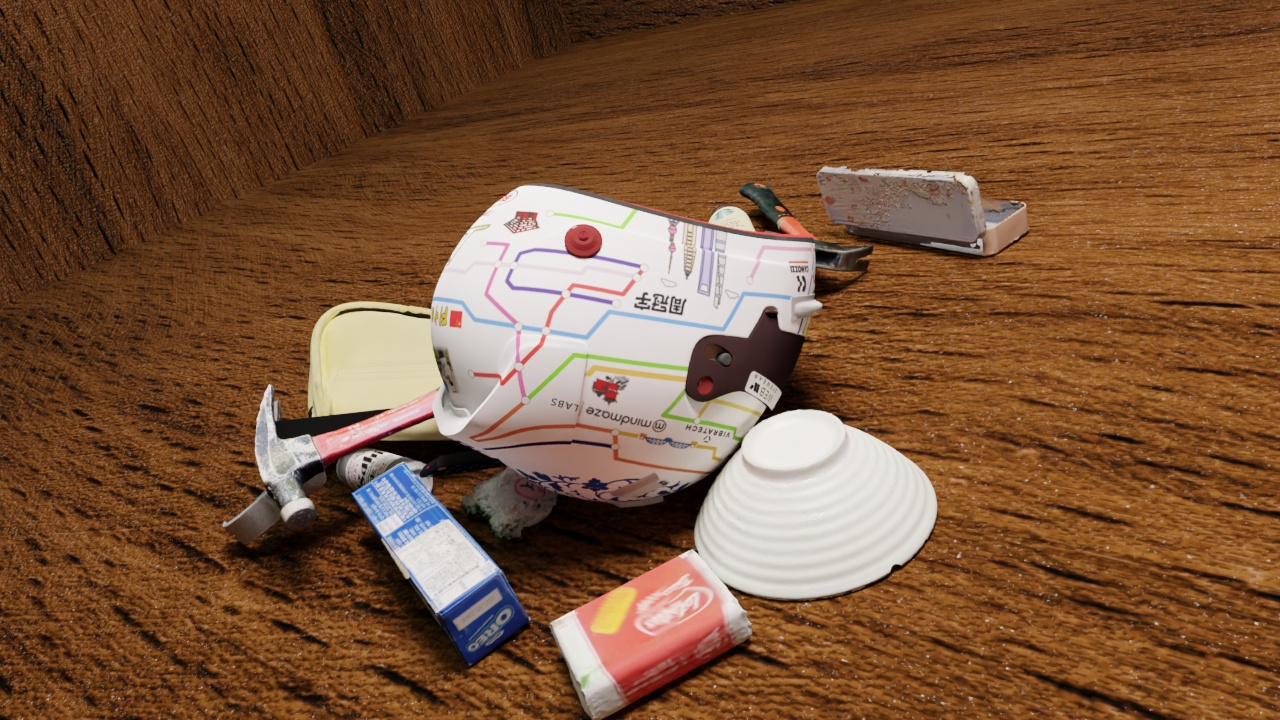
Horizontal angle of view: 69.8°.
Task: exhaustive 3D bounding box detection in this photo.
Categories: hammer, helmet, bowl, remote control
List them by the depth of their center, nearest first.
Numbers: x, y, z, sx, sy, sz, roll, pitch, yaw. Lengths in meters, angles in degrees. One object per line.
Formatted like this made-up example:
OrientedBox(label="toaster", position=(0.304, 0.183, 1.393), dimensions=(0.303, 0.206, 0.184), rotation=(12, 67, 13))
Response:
OrientedBox(label="bowl", position=(0.116, 0.084, 0.659), dimensions=(0.177, 0.071, 0.177), rotation=(-14, 26, 7))
OrientedBox(label="helmet", position=(-0.010, -0.004, 0.731), dimensions=(0.314, 0.236, 0.231), rotation=(7, 1, -24))
OrientedBox(label="remote control", position=(-0.131, 0.087, 0.805), dimensions=(0.124, 0.010, 0.039), rotation=(-3, -20, -43))
OrientedBox(label="hammer", position=(-0.184, 0.030, 0.833), dimensions=(0.325, 0.036, 0.140), rotation=(-23, 53, -21))
OrientedBox(label="hammer", position=(-0.342, 0.085, 0.967), dimensions=(0.126, 0.036, 0.315), rotation=(-39, 16, 15))
OrientedBox(label="hammer", position=(0.173, -0.169, 1.100), dimensions=(0.133, 0.033, 0.332), rotation=(7, 22, -10))

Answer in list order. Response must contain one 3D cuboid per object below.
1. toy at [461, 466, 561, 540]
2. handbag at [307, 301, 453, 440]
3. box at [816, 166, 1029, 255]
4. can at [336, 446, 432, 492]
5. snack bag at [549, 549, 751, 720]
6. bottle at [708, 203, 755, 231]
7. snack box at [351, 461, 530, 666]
OrientedBox(label="toy", position=(-0.095, 0.108, 0.787), dimensions=(0.108, 0.041, 0.096), rotation=(-26, 25, -28))
OrientedBox(label="handbag", position=(-0.215, 0.027, 0.916), dimensions=(0.233, 0.089, 0.190), rotation=(1, 43, 1))
OrientedBox(label="box", position=(0.311, -0.180, 1.021), dimensions=(0.104, 0.096, 0.216), rotation=(-26, 26, -26))
OrientedBox(label="can", position=(-0.243, 0.109, 0.870), dimensions=(0.107, 0.044, 0.043), rotation=(7, 36, 41))
OrientedBox(label="snack bag", position=(0.005, 0.175, 0.594), dimensions=(0.115, 0.036, 0.077), rotation=(-25, 26, -13))
OrientedBox(label="bottle", position=(0.114, -0.152, 1.132), dimensions=(0.056, 0.056, 0.162), rotation=(-16, 26, 4))
OrientedBox(label="snack box", position=(-0.165, 0.151, 0.725), dimensions=(0.059, 0.059, 0.226), rotation=(-32, 28, -20))
